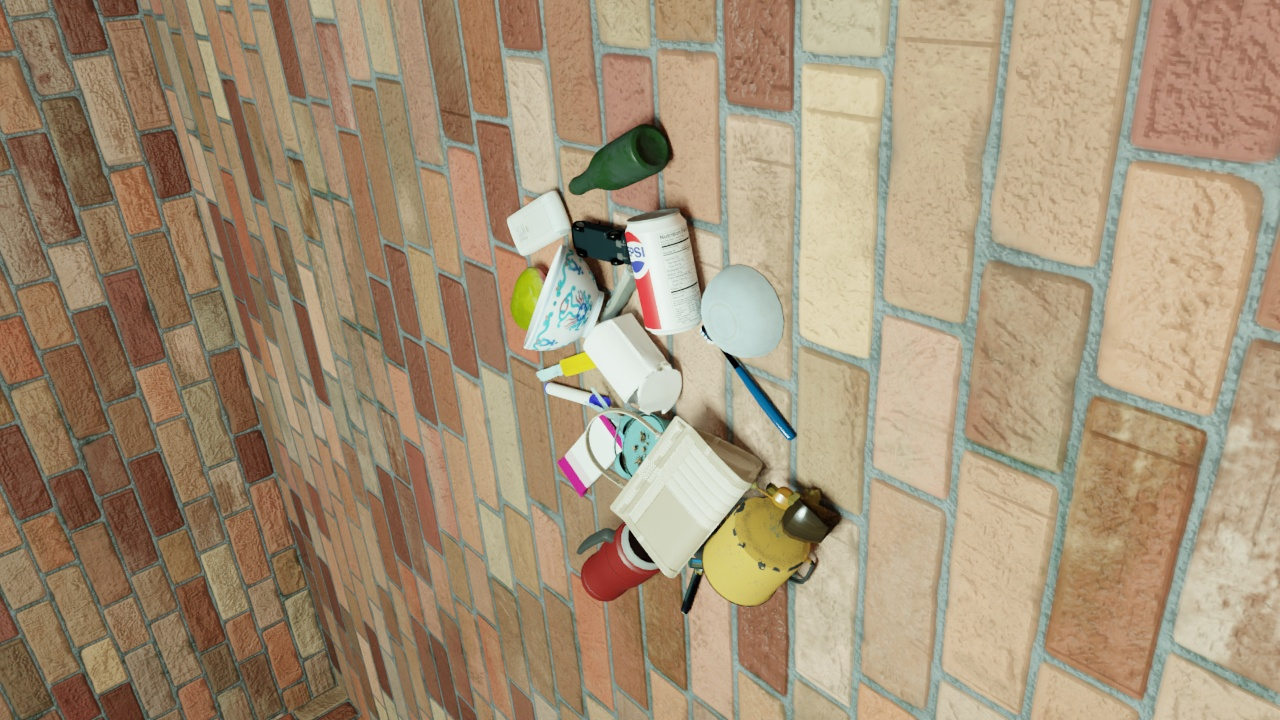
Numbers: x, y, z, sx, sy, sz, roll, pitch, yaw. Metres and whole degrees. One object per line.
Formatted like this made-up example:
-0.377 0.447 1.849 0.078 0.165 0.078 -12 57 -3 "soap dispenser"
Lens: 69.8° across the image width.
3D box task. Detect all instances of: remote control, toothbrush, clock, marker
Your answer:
-0.141 -0.186 1.257 0.139 0.025 0.060 -14 98 57 "remote control"
0.121 0.023 1.044 0.167 0.014 0.014 54 155 14 "toothbrush"
0.008 0.113 1.190 0.124 0.053 0.090 7 87 51 "clock"
-0.095 0.052 1.344 0.142 0.020 0.020 12 119 50 "marker"
-0.040 -0.063 1.201 0.024 0.022 0.186 27 142 -7 "toothbrush"

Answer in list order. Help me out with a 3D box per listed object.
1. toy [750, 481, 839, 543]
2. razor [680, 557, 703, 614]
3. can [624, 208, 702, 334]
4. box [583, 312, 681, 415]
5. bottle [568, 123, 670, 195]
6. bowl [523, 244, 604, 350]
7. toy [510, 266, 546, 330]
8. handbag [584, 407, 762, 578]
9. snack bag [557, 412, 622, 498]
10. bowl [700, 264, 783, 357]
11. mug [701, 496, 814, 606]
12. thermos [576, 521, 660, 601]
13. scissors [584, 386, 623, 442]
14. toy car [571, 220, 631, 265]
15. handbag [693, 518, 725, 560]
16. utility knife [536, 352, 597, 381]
0.171 0.163 1.024 0.100 0.062 0.076 34 173 17 "toy"
0.075 0.311 1.276 0.145 0.043 0.022 103 174 -47 "razor"
0.028 -0.101 1.045 0.070 0.070 0.132 9 117 51 "can"
-0.004 0.007 1.149 0.143 0.080 0.090 54 130 15 "box"
-0.035 -0.223 1.071 0.174 0.055 0.055 -10 101 56 "bottle"
-0.093 -0.071 1.200 0.074 0.143 0.144 20 142 -10 "bowl"
-0.156 -0.083 1.318 0.110 0.051 0.090 -27 85 58 "toy"
0.016 0.136 1.113 0.198 0.062 0.176 37 119 7 "handbag"
-0.074 0.143 1.374 0.070 0.016 0.197 53 144 11 "snack bag"
0.103 -0.049 1.003 0.106 0.039 0.106 31 133 40 "bowl"
0.146 0.225 1.071 0.123 0.100 0.094 23 137 -4 "mug"
-0.032 0.284 1.332 0.108 0.083 0.199 26 146 -8 "thermos"
-0.022 0.083 1.255 0.141 0.015 0.111 51 139 -3 "scissors"
-0.045 -0.148 1.145 0.112 0.034 0.046 21 126 45 "toy car"
0.067 0.203 1.202 0.079 0.054 0.128 19 128 60 "handbag"
-0.096 0.005 1.319 0.224 0.019 0.030 -17 90 51 "utility knife"
